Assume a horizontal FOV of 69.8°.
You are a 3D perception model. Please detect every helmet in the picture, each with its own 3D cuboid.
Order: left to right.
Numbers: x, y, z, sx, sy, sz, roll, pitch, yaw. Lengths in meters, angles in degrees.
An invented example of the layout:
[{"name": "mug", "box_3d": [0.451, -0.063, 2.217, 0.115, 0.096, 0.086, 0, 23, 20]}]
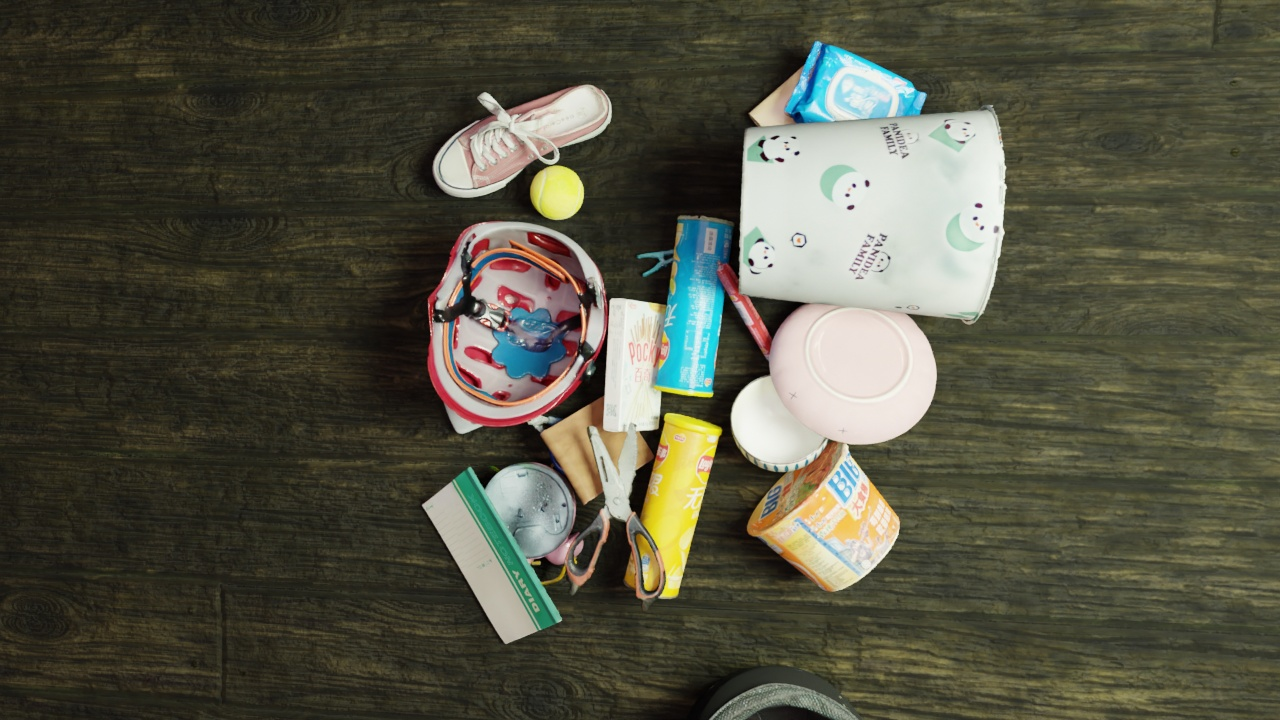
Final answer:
[{"name": "helmet", "box_3d": [-0.139, -0.032, 1.089, 0.207, 0.144, 0.240, 18, 82, 10]}, {"name": "helmet", "box_3d": [0.154, 0.473, 1.016, 0.233, 0.230, 0.275, -6, 98, 1]}]

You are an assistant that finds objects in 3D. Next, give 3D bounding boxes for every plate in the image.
[{"name": "plate", "box_3d": [0.246, 0.000, 1.050, 0.192, 0.039, 0.192, 0, 64, 0]}]

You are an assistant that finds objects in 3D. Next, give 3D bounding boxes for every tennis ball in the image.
[{"name": "tennis ball", "box_3d": [-0.103, -0.206, 1.127, 0.065, 0.065, 0.065, 0, 90, 8]}]

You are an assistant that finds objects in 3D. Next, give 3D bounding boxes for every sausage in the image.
[{"name": "sausage", "box_3d": [0.128, -0.055, 1.090, 0.020, 0.020, 0.156, -30, 115, 7]}]

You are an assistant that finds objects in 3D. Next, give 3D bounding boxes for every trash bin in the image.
[{"name": "trash bin", "box_3d": [0.236, -0.158, 0.994, 0.252, 0.229, 0.229, 3, 91, 8]}]

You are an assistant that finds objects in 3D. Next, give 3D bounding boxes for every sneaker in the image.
[{"name": "sneaker", "box_3d": [-0.152, -0.276, 1.122, 0.241, 0.088, 0.118, -22, 88, 7]}]

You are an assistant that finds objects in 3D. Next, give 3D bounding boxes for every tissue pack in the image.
[{"name": "tissue pack", "box_3d": [0.254, -0.297, 1.064, 0.157, 0.052, 0.095, 22, 91, -9]}]

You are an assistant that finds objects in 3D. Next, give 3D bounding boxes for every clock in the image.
[{"name": "clock", "box_3d": [-0.132, 0.201, 1.139, 0.117, 0.060, 0.158, -9, 88, 7]}]

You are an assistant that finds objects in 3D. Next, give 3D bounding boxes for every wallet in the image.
[{"name": "wallet", "box_3d": [-0.051, 0.104, 1.117, 0.115, 0.020, 0.101, -31, 87, -28]}, {"name": "wallet", "box_3d": [0.201, -0.303, 1.103, 0.115, 0.024, 0.087, -41, 88, 4]}]

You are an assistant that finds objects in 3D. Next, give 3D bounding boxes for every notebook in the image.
[{"name": "notebook", "box_3d": [-0.185, 0.243, 1.123, 0.209, 0.012, 0.151, 58, 139, 5]}]

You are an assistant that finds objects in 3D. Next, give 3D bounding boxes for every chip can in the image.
[{"name": "chip can", "box_3d": [0.038, 0.174, 1.108, 0.072, 0.072, 0.213, 15, 94, 8]}, {"name": "chip can", "box_3d": [0.065, -0.064, 1.102, 0.071, 0.071, 0.210, 7, 91, 8]}]

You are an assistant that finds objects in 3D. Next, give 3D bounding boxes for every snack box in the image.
[{"name": "snack box", "box_3d": [-0.007, 0.006, 1.105, 0.027, 0.084, 0.157, 5, 92, 36]}]

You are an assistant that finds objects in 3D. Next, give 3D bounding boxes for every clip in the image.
[{"name": "clip", "box_3d": [0.025, -0.124, 1.135, 0.055, 0.013, 0.037, -16, 89, 10]}]

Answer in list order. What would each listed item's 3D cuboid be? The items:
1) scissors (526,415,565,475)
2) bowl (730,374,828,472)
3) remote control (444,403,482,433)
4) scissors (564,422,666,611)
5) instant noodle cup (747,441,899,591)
[{"name": "scissors", "box_3d": [-0.123, 0.085, 1.125, 0.170, 0.012, 0.144, 2, 63, -16]}, {"name": "bowl", "box_3d": [0.166, 0.080, 1.081, 0.116, 0.066, 0.116, -5, 61, 9]}, {"name": "remote control", "box_3d": [-0.182, 0.045, 1.164, 0.136, 0.020, 0.056, -23, 88, 8]}, {"name": "scissors", "box_3d": [-0.029, 0.188, 1.070, 0.189, 0.015, 0.224, 39, 100, 6]}, {"name": "instant noodle cup", "box_3d": [0.214, 0.182, 1.050, 0.151, 0.151, 0.111, -44, 93, 6]}]
